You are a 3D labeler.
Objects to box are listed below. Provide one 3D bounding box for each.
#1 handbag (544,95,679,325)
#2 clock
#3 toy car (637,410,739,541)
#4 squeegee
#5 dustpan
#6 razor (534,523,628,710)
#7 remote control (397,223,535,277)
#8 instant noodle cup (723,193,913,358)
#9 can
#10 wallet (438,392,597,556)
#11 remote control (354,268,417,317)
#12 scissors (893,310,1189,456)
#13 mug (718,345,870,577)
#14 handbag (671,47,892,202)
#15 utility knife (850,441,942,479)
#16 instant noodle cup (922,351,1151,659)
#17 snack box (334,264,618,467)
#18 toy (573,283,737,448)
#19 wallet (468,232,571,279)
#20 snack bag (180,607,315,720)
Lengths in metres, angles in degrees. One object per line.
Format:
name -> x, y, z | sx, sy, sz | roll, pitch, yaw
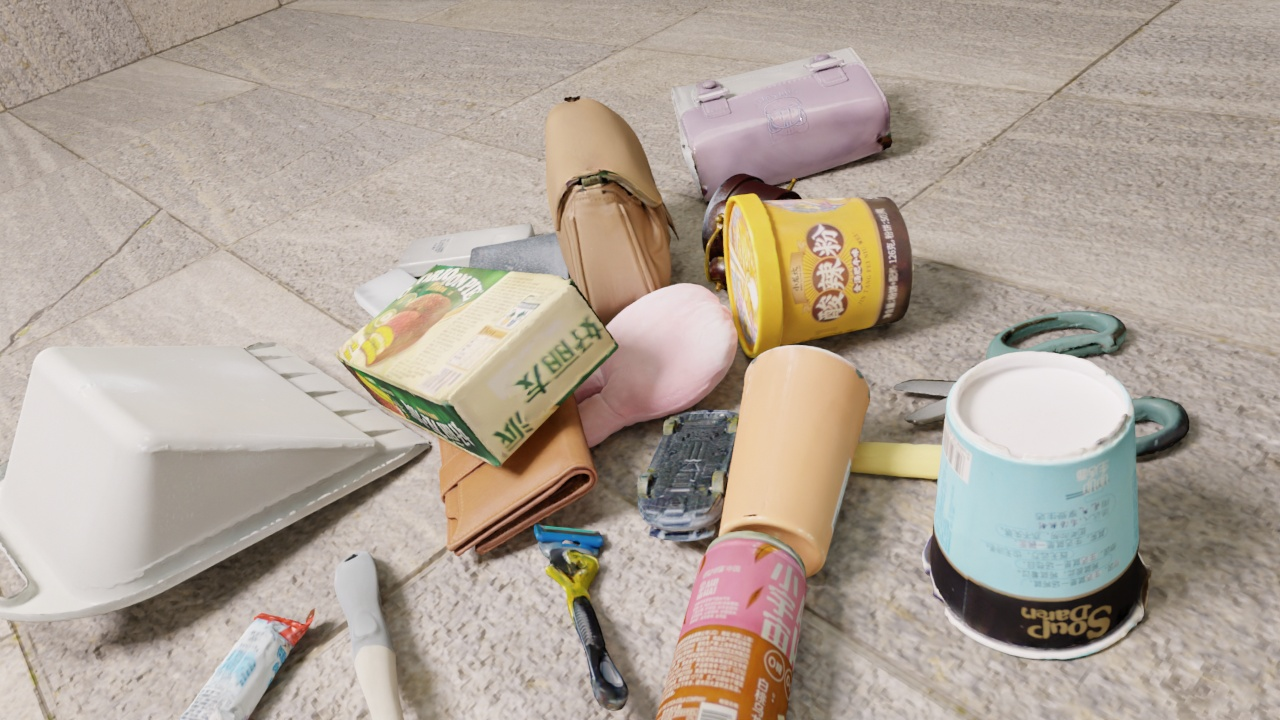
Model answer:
handbag -> -0.025, -0.129, 0.778 | 0.100, 0.148, 0.204 | -16, 39, 1
clock -> 0.088, -0.105, 0.761 | 0.055, 0.082, 0.121 | 24, 43, 34
toy car -> 0.034, 0.069, 0.579 | 0.054, 0.037, 0.120 | -4, 26, 16
squeegee -> -0.139, 0.171, 0.495 | 0.246, 0.039, 0.246 | -24, 35, -13
dustpan -> -0.333, 0.082, 0.655 | 0.223, 0.143, 0.257 | 26, 12, 34
razor -> -0.030, 0.141, 0.507 | 0.042, 0.022, 0.142 | 7, 24, -19
remote control -> -0.173, -0.109, 0.919 | 0.135, 0.019, 0.056 | -6, 35, 12
instant noodle cup -> 0.128, -0.067, 0.671 | 0.114, 0.119, 0.118 | -7, 34, -4
can -> 0.042, 0.153, 0.435 | 0.058, 0.058, 0.146 | 0, 37, 20
wallet -> -0.086, 0.060, 0.612 | 0.108, 0.031, 0.131 | -32, 34, 7
remote control -> -0.219, -0.050, 0.853 | 0.055, 0.020, 0.136 | -31, 37, -24
scissors -> 0.256, 0.024, 0.574 | 0.174, 0.019, 0.176 | -21, 36, -11
mug -> 0.087, 0.061, 0.534 | 0.078, 0.078, 0.122 | 1, 46, 22
handbag -> 0.139, -0.242, 0.931 | 0.197, 0.098, 0.144 | -14, 40, 2
utility knife -> 0.175, 0.059, 0.555 | 0.175, 0.019, 0.030 | 5, 36, 25
instant noodle cup -> 0.194, 0.064, 0.449 | 0.111, 0.120, 0.111 | -10, 35, 7
snack box -> -0.127, -0.007, 0.654 | 0.114, 0.063, 0.240 | -46, 28, -20
toy -> -0.004, 0.004, 0.668 | 0.159, 0.054, 0.121 | -31, 36, -2
wallet -> -0.110, -0.073, 0.834 | 0.097, 0.019, 0.120 | -9, 44, 4
snack bag -> -0.227, 0.182, 0.522 | 0.045, 0.026, 0.105 | 1, 38, 21
